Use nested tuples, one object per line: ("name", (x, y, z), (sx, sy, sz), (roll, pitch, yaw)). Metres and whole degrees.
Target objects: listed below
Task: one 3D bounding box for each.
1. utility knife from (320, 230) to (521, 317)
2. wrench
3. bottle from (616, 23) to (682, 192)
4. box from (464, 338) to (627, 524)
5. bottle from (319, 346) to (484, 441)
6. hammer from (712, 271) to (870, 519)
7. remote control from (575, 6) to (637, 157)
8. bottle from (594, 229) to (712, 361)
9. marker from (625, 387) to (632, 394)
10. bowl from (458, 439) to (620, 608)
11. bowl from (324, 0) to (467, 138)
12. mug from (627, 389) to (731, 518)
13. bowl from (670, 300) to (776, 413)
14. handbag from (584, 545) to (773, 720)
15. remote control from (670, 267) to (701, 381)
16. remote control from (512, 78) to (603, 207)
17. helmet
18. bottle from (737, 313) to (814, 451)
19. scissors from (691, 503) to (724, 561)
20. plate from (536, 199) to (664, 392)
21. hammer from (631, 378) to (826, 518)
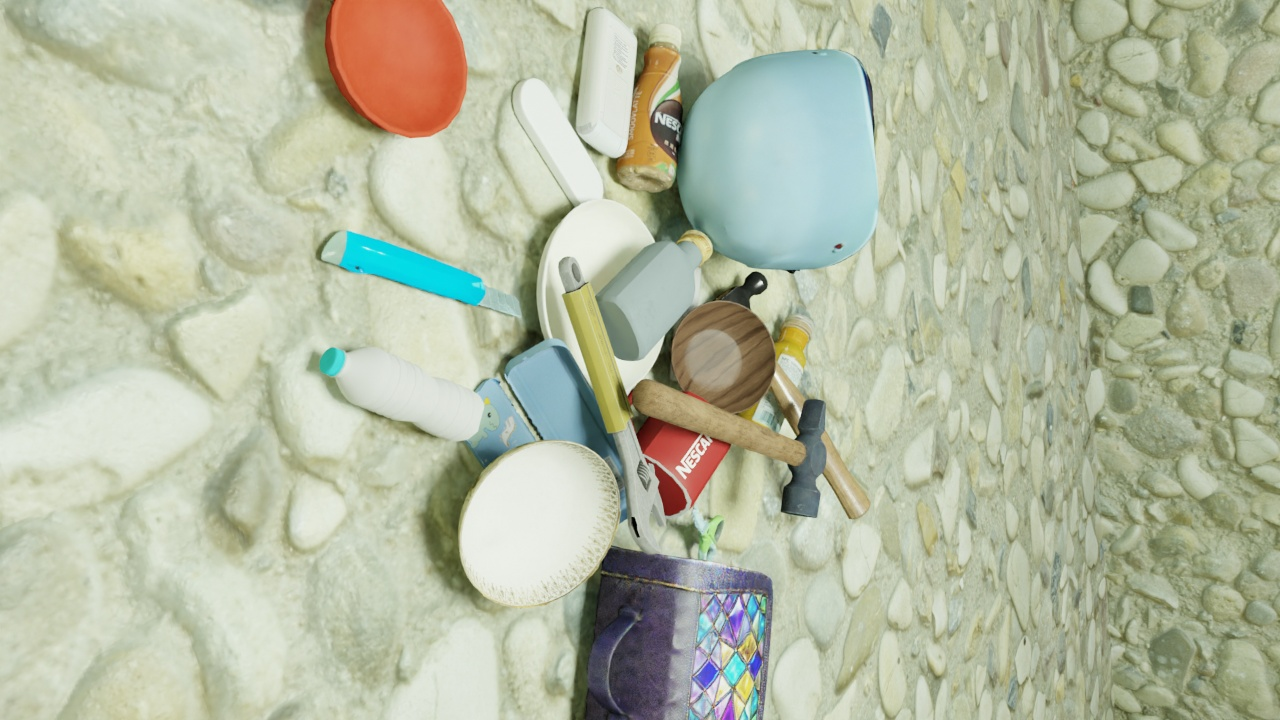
("utility knife", (-0.163, -0.064, 0.722), (0.197, 0.015, 0.031), (19, 78, -48))
("wrench", (-0.024, 0.040, 0.809), (0.083, 0.018, 0.273), (-46, 120, -67))
("bottle", (0.015, -0.254, 0.917), (0.059, 0.059, 0.167), (21, 73, -50))
("box", (-0.076, 0.088, 0.822), (0.126, 0.039, 0.209), (-40, 124, -19))
("bottle", (-0.176, 0.023, 0.682), (0.136, 0.044, 0.044), (31, 66, -48))
("hammer", (0.174, 0.055, 1.058), (0.132, 0.040, 0.305), (-39, 100, -38))
("remote control", (-0.031, -0.266, 0.879), (0.060, 0.025, 0.138), (24, 66, -52))
("bottle", (0.018, -0.072, 0.874), (0.160, 0.046, 0.072), (-49, 126, -41))
("marker", (-0.006, 0.006, 0.924), (0.145, 0.019, 0.019), (-57, 132, -35))
("bowl", (-0.093, 0.124, 0.757), (0.145, 0.063, 0.145), (-12, 112, -31))
("bowl", (-0.185, -0.224, 0.678), (0.121, 0.035, 0.122), (0, 90, -52))
("mug", (0.022, 0.083, 0.918), (0.116, 0.081, 0.096), (45, 50, -7))
("bowl", (0.082, -0.002, 0.966), (0.119, 0.032, 0.119), (2, 83, -19))
("handbag", (0.026, 0.287, 0.878), (0.221, 0.126, 0.204), (18, 76, -54))
("remote control", (0.050, -0.041, 1.001), (0.033, 0.012, 0.131), (14, 79, -52))
("remote control", (-0.074, -0.196, 0.840), (0.136, 0.013, 0.043), (56, 49, -36))
("helmet", (0.122, -0.201, 0.936), (0.166, 0.266, 0.225), (-4, 91, -14))
("bottle", (0.166, 0.023, 1.118), (0.053, 0.053, 0.185), (54, 51, -37))
("scissors", (0.067, 0.178, 0.973), (0.065, 0.033, 0.174), (-64, 163, -17))
("plate", (-0.040, -0.059, 0.866), (0.182, 0.034, 0.182), (0, 90, -52))
("hammer", (0.098, 0.069, 0.902), (0.321, 0.040, 0.129), (23, 73, -48))
